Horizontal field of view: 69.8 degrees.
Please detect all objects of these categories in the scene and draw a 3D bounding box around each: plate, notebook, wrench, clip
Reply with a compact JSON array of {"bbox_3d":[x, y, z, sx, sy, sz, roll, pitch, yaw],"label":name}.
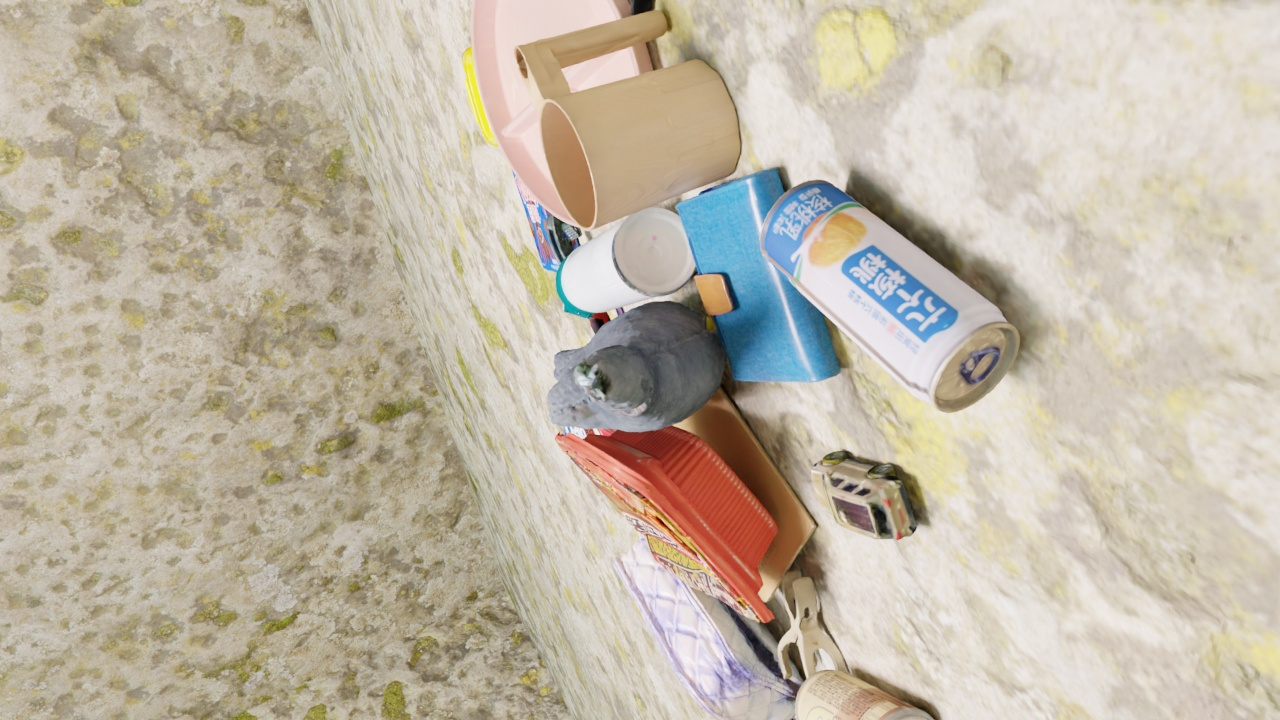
[{"bbox_3d":[-0.061,-0.216,0.719,0.229,0.028,0.230,37,141,37],"label":"plate"},{"bbox_3d":[0.070,0.090,0.783,0.207,0.008,0.148,57,154,29],"label":"notebook"},{"bbox_3d":[-0.031,-0.024,0.910,0.273,0.016,0.056,65,-155,3],"label":"wrench"},{"bbox_3d":[0.130,0.224,0.751,0.093,0.035,0.103,132,119,-69],"label":"clip"}]

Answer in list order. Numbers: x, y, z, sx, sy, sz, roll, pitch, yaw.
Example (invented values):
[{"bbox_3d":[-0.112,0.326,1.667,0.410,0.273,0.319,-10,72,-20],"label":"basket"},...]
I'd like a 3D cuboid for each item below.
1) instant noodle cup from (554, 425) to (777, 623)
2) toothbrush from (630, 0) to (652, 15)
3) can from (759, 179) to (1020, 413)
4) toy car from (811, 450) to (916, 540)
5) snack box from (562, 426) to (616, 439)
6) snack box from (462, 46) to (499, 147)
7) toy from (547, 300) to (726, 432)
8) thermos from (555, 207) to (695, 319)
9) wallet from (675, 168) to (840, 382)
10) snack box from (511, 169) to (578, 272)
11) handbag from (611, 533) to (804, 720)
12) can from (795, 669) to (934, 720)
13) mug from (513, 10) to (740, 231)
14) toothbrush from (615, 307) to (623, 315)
[{"bbox_3d":[0.028,0.112,0.728,0.189,0.079,0.165,48,166,-24],"label":"instant noodle cup"},{"bbox_3d":[0.002,-0.286,0.548,0.190,0.014,0.017,93,162,-52],"label":"toothbrush"},{"bbox_3d":[0.116,-0.034,0.446,0.134,0.053,0.053,51,156,42],"label":"can"},{"bbox_3d":[0.134,0.085,0.571,0.090,0.035,0.042,-167,57,-72],"label":"toy car"},{"bbox_3d":[-0.035,0.079,1.021,0.208,0.057,0.058,20,127,68],"label":"snack box"},{"bbox_3d":[-0.119,-0.252,0.846,0.080,0.082,0.091,-118,13,-65],"label":"snack box"},{"bbox_3d":[-0.004,0.004,0.690,0.356,0.138,0.091,-158,59,-85],"label":"toy"},{"bbox_3d":[-0.022,-0.079,0.782,0.073,0.073,0.224,69,163,-5],"label":"thermos"},{"bbox_3d":[0.073,-0.050,0.588,0.106,0.040,0.133,1,111,66],"label":"wallet"},{"bbox_3d":[-0.104,-0.170,0.973,0.084,0.026,0.157,26,135,65],"label":"snack box"},{"bbox_3d":[0.065,0.242,0.849,0.134,0.075,0.194,39,-171,-47],"label":"handbag"},{"bbox_3d":[0.162,0.265,0.661,0.058,0.058,0.116,69,163,-3],"label":"can"},{"bbox_3d":[-0.009,-0.156,0.584,0.124,0.103,0.084,66,162,5],"label":"mug"},{"bbox_3d":[0.000,0.009,0.902,0.014,0.016,0.189,-34,77,62],"label":"toothbrush"}]
